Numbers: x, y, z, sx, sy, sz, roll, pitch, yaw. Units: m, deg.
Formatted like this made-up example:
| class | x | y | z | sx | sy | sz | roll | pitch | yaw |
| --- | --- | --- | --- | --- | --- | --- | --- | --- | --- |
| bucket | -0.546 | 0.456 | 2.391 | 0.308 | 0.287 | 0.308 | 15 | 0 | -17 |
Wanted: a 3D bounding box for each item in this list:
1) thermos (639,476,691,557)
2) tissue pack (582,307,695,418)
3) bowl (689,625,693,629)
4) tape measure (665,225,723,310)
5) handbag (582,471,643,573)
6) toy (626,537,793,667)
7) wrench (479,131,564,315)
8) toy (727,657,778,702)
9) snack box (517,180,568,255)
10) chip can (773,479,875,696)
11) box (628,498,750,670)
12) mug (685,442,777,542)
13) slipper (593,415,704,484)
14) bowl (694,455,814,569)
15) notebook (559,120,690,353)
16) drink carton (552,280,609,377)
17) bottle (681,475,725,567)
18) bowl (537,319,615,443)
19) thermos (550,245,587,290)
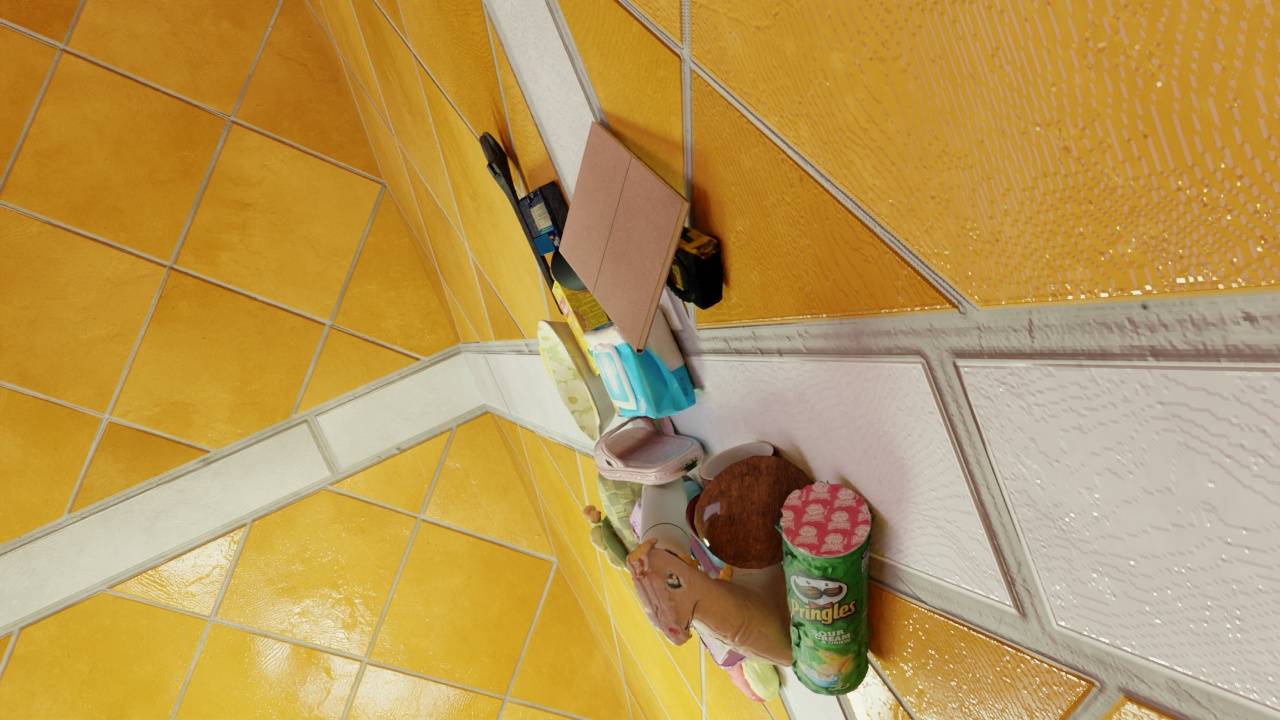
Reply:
| class | x | y | z | sx | sy | sz | roll | pitch | yaw |
| --- | --- | --- | --- | --- | --- | --- | --- | --- | --- |
| thermos | 0.026 | 0.175 | 0.989 | 0.224 | 0.052 | 0.052 | -85 | -28 | -79 |
| tissue pack | -0.006 | 0.006 | 1.042 | 0.117 | 0.066 | 0.209 | 67 | 166 | -4 |
| bowl | 0.070 | 0.286 | 1.201 | 0.112 | 0.061 | 0.112 | 48 | -162 | -21 |
| tape measure | 0.044 | -0.082 | 0.793 | 0.062 | 0.038 | 0.067 | 38 | 151 | 45 |
| handbag | -0.025 | 0.215 | 1.297 | 0.113 | 0.117 | 0.186 | -69 | -42 | -74 |
| toy | 0.069 | 0.207 | 0.863 | 0.264 | 0.065 | 0.196 | 36 | -157 | -38 |
| wrench | -0.160 | -0.189 | 1.278 | 0.073 | 0.018 | 0.273 | -57 | -56 | -74 |
| toy | 0.140 | 0.406 | 1.208 | 0.091 | 0.045 | 0.135 | 66 | 159 | 3 |
| snack box | -0.121 | -0.182 | 1.190 | 0.082 | 0.027 | 0.150 | 66 | 166 | -11 |
| chip can | 0.160 | 0.203 | 0.786 | 0.075 | 0.075 | 0.223 | 49 | 158 | 45 |
| box | 0.068 | 0.250 | 1.106 | 0.230 | 0.085 | 0.097 | 54 | 171 | 35 |
| mug | 0.090 | 0.136 | 0.849 | 0.073 | 0.105 | 0.082 | 6 | 120 | 62 |
| slipper | -0.003 | 0.099 | 1.117 | 0.064 | 0.094 | 0.240 | 63 | 162 | -11 |
| bowl | 0.102 | 0.139 | 0.799 | 0.102 | 0.114 | 0.026 | 41 | -164 | -9 |
| notebook | -0.022 | -0.120 | 0.847 | 0.209 | 0.008 | 0.142 | 53 | 133 | 50 |
| drink carton | -0.069 | -0.049 | 1.196 | 0.134 | 0.043 | 0.059 | 63 | 165 | 7 |
| bottle | 0.073 | 0.188 | 1.104 | 0.130 | 0.040 | 0.040 | 53 | 161 | 36 |
| bowl | -0.080 | 0.019 | 1.305 | 0.219 | 0.060 | 0.188 | 32 | 143 | 62 |
| thermos | -0.063 | -0.112 | 1.043 | 0.061 | 0.061 | 0.231 | 67 | 164 | -7 |
